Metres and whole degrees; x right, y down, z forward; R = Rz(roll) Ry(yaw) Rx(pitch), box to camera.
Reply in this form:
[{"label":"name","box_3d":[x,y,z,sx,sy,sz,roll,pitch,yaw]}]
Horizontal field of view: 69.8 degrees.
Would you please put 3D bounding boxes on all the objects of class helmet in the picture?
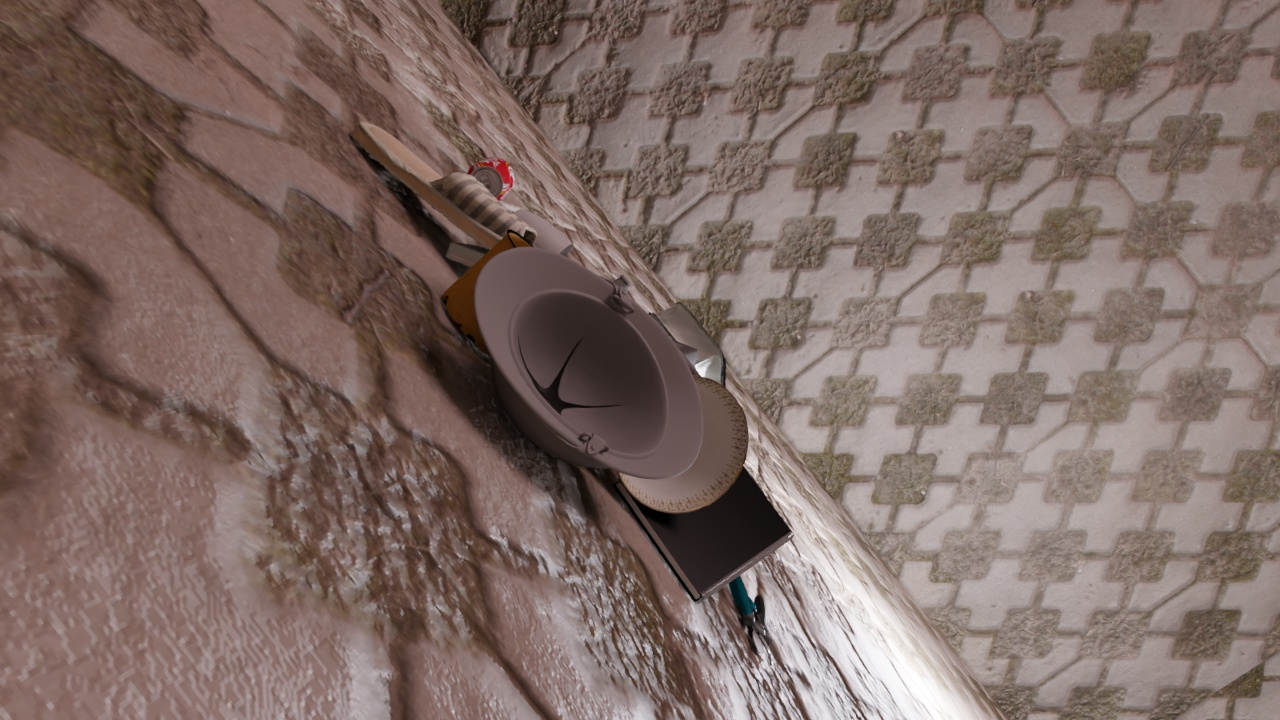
[{"label":"helmet","box_3d":[-0.071,0.022,0.837,0.271,0.118,0.183,35,47,-30]}]

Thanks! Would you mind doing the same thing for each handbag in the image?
[{"label":"handbag","box_3d":[0.067,0.019,1.410,0.151,0.074,0.176,55,-18,41]}]

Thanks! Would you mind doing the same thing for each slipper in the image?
[{"label":"slipper","box_3d":[-0.204,-0.186,1.027,0.272,0.054,0.114,37,5,4]}]

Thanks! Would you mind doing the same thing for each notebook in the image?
[{"label":"notebook","box_3d":[0.076,0.167,1.010,0.206,0.016,0.149,-15,64,-53]}]

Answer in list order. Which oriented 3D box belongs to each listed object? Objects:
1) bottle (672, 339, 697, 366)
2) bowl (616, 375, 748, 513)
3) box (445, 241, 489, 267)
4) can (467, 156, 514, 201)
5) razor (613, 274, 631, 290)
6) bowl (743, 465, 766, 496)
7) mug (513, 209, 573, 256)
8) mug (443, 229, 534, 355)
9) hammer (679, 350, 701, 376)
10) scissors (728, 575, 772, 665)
[{"label":"bottle","box_3d":[-0.007,0.007,1.212,0.084,0.046,0.173,23,23,31]},{"label":"bowl","box_3d":[0.034,0.082,0.961,0.145,0.145,0.063,49,-8,-17]},{"label":"box","box_3d":[-0.152,-0.087,1.087,0.197,0.074,0.126,-18,89,-78]},{"label":"can","box_3d":[-0.226,-0.270,1.376,0.064,0.064,0.104,49,9,-14]},{"label":"razor","box_3d":[-0.061,-0.070,1.228,0.088,0.116,0.047,47,3,-25]},{"label":"bowl","box_3d":[0.135,0.192,1.347,0.114,0.061,0.114,48,9,-11]},{"label":"mug","box_3d":[-0.158,-0.168,1.344,0.089,0.071,0.107,43,-19,1]},{"label":"mug","box_3d":[-0.132,-0.065,0.909,0.100,0.094,0.123,43,11,-34]},{"label":"hammer","box_3d":[-0.024,0.025,1.043,0.170,0.034,0.323,38,26,-1]},{"label":"scissors","box_3d":[0.129,0.289,1.051,0.124,0.019,0.155,36,19,-55]}]
